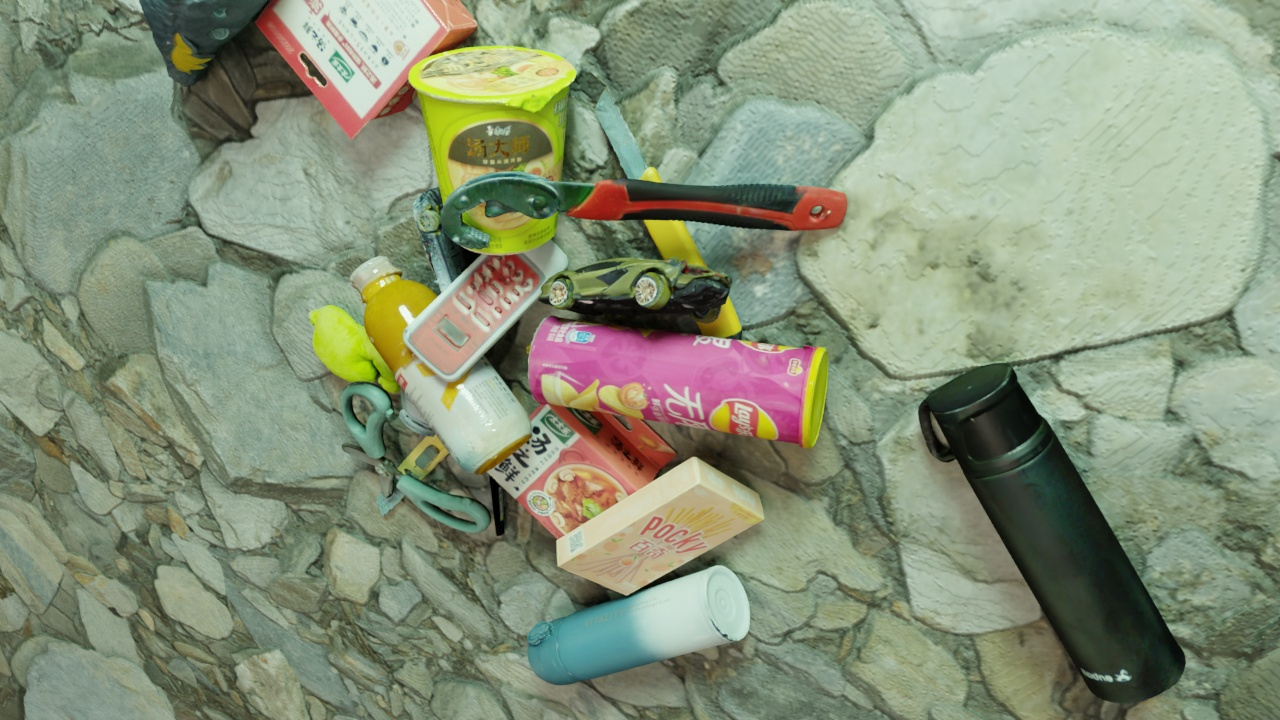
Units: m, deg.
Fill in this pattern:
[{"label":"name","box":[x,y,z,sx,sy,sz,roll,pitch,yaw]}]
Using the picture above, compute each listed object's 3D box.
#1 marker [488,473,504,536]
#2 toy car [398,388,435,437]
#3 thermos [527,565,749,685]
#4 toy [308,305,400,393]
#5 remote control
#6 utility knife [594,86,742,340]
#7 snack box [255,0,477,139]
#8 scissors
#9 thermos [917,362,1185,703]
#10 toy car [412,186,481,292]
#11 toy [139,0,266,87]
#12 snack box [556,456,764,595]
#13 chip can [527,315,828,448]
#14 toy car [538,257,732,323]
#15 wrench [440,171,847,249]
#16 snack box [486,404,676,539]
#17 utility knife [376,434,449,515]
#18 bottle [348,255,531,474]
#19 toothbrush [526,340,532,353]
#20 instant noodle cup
[{"label":"marker","box":[-0.133,0.110,0.838,0.015,0.018,0.124,1,118,2]},{"label":"toy car","box":[-0.176,0.008,0.792,0.054,0.036,0.121,28,115,17]},{"label":"thermos","box":[-0.009,0.242,0.820,0.221,0.070,0.070,-26,102,32]},{"label":"toy","box":[-0.254,-0.009,0.826,0.100,0.031,0.097,-14,110,29]},{"label":"remote control","box":[-0.117,-0.047,0.700,0.056,0.135,0.020,43,168,3]},{"label":"utility knife","box":[0.022,-0.097,0.666,0.033,0.015,0.216,-19,108,31]},{"label":"snack box","box":[-0.202,-0.248,0.676,0.127,0.044,0.113,-34,98,32]},{"label":"scissors","box":[-0.210,0.089,0.825,0.171,0.019,0.170,23,140,19]},{"label":"thermos","box":[0.279,0.118,0.637,0.242,0.068,0.090,57,155,-8]},{"label":"toy car","box":[-0.150,-0.085,0.731,0.031,0.048,0.105,-6,112,29]},{"label":"toy","box":[-0.285,-0.309,0.639,0.091,0.137,0.357,30,126,-22]},{"label":"snack box","box":[0.014,0.139,0.749,0.158,0.026,0.084,-35,131,28]},{"label":"chip can","box":[0.026,0.013,0.672,0.211,0.071,0.071,8,117,18]},{"label":"toy car","box":[-0.008,-0.050,0.661,0.158,0.070,0.042,-1,82,39]},{"label":"wrench","box":[0.002,-0.102,0.616,0.273,0.016,0.056,-1,134,1]},{"label":"snack box","box":[-0.053,0.085,0.774,0.113,0.044,0.127,44,123,-1]},{"label":"utility knife","box":[-0.199,0.091,0.864,0.031,0.021,0.205,49,128,2]},{"label":"bottle","box":[-0.163,0.001,0.732,0.068,0.067,0.189,-40,84,33]},{"label":"toothbrush","box":[-0.004,0.004,0.728,0.190,0.016,0.016,10,118,19]},{"label":"instant noodle cup","box":[-0.100,-0.145,0.651,0.112,0.111,0.124,14,127,18]}]
